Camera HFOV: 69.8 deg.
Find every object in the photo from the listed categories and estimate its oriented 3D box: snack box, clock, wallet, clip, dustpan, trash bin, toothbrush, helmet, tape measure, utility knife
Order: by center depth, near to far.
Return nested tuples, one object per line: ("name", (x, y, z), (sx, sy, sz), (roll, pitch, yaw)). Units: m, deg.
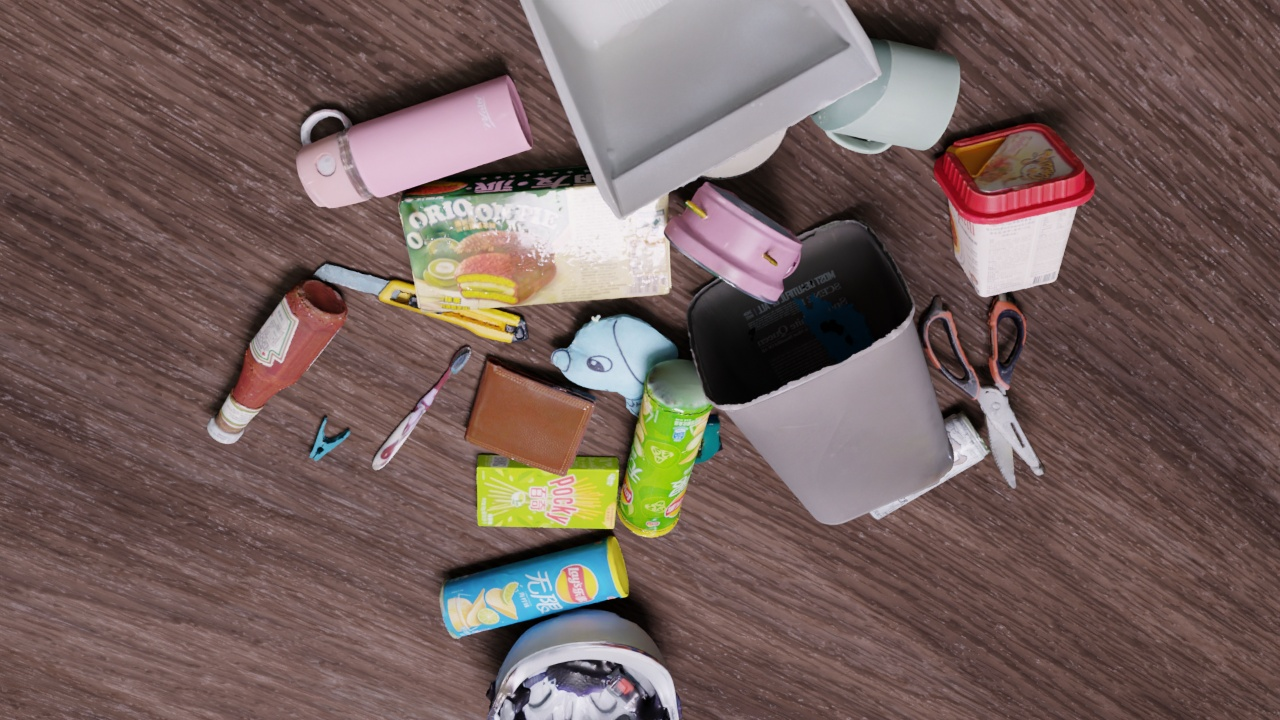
("dustpan", (0.014, -0.282, 0.687), (0.223, 0.257, 0.142), (-27, 142, 12))
("clock", (0.088, -0.108, 0.815), (0.117, 0.158, 0.060), (33, 104, 5))
("snack box", (-0.093, -0.114, 0.852), (0.240, 0.063, 0.115), (-5, 121, -1))
("trash bin", (0.184, 0.020, 0.888), (0.199, 0.198, 0.220), (-26, 126, 13))
("utility knife", (-0.213, -0.055, 0.906), (0.218, 0.015, 0.033), (16, 116, -13))
("wallet", (-0.116, 0.059, 0.965), (0.124, 0.032, 0.101), (21, 118, -3))
("toothbrush", (-0.233, 0.054, 0.969), (0.016, 0.017, 0.188), (33, 113, -20))
("clip", (-0.338, 0.087, 0.983), (0.034, 0.013, 0.055), (31, 115, -19))
("tape measure", (0.061, 0.088, 1.005), (0.058, 0.025, 0.054), (-6, 120, 0))
("snack box", (-0.104, 0.147, 1.029), (0.156, 0.026, 0.086), (2, 121, -6))
("helmet", (-0.070, 0.393, 1.109), (0.229, 0.145, 0.259), (3, 115, -7))

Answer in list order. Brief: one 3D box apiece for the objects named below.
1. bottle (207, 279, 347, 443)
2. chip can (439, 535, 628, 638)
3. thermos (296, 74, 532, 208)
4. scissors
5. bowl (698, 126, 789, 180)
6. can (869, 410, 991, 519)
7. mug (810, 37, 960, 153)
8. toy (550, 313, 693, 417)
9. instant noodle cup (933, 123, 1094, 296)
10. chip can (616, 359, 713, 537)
("bottle", (-0.366, 0.007, 0.909), (0.059, 0.059, 0.206), (35, 115, -22))
("chip can", (-0.123, 0.265, 1.071), (0.210, 0.071, 0.071), (-15, 121, 6))
("thermos", (-0.200, -0.196, 0.800), (0.199, 0.067, 0.087), (-15, 89, 7))
("scissors", (0.371, 0.024, 0.958), (0.197, 0.015, 0.213), (22, 99, -3))
("bowl", (0.068, -0.222, 0.796), (0.116, 0.066, 0.117), (-2, 121, -4))
("can", (0.309, 0.117, 1.020), (0.147, 0.058, 0.058), (-34, 117, 16))
("mug", (0.203, -0.226, 0.803), (0.106, 0.082, 0.112), (8, 151, -9))
("toy", (-0.006, 0.005, 0.937), (0.161, 0.049, 0.156), (-11, 129, 6))
("instant noodle cup", (0.340, -0.134, 0.848), (0.117, 0.116, 0.124), (-13, 132, 4))
("chip can", (0.024, 0.093, 0.947), (0.072, 0.072, 0.222), (5, 135, -7))
